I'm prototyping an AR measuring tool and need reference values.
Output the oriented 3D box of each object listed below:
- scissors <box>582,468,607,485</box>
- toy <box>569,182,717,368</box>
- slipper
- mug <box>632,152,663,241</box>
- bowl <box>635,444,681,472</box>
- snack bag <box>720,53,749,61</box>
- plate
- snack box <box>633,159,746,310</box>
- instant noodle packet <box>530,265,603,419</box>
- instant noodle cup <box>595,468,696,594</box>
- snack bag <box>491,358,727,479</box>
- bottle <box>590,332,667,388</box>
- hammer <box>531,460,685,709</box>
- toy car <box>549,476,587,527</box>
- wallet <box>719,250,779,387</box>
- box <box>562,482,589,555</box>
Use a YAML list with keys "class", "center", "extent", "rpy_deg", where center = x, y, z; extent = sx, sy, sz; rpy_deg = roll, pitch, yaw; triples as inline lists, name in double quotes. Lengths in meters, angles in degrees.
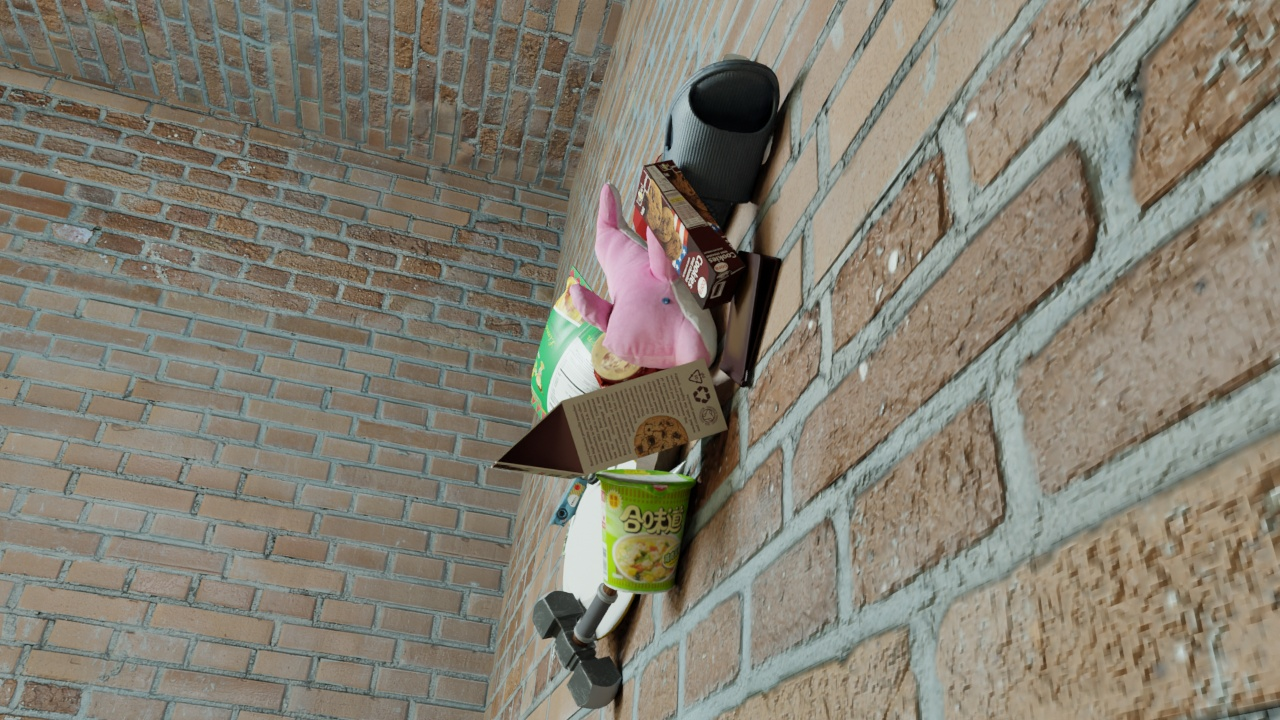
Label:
- class: "scissors"
  center: [-0.031, 0.093, 1.216]
  extent: [0.133, 0.012, 0.169]
  rpy_deg: [-39, 23, 52]
- class: "toy"
  center: [-0.011, -0.071, 0.991]
  extent: [0.265, 0.127, 0.187]
  rpy_deg: [-121, 17, -46]
- class: "slipper"
  center: [0.064, -0.180, 0.920]
  extent: [0.264, 0.101, 0.082]
  rpy_deg: [110, 168, -55]
- class: "mug"
  center: [0.037, -0.181, 1.107]
  extent: [0.097, 0.080, 0.116]
  rpy_deg: [126, 161, -67]
- class: "bowl"
  center: [0.024, 0.092, 1.018]
  extent: [0.118, 0.030, 0.118]
  rpy_deg: [-169, 91, -80]
- class: "snack bag"
  center: [0.080, -0.283, 1.116]
  extent: [0.226, 0.041, 0.077]
  rpy_deg: [142, 137, -73]
- class: "plate"
  center: [-0.052, 0.229, 1.138]
  extent: [0.231, 0.021, 0.229]
  rpy_deg: [-45, 36, 46]
- class: "snack box"
  center: [0.043, -0.119, 0.857]
  extent: [0.140, 0.031, 0.051]
  rpy_deg: [60, 153, 27]
- class: "instant noodle packet"
  center: [-0.091, 0.022, 1.320]
  extent: [0.195, 0.090, 0.253]
  rpy_deg: [53, 134, 41]
- class: "instant noodle cup"
  center: [0.002, 0.166, 0.899]
  extent: [0.099, 0.099, 0.108]
  rpy_deg: [-160, 74, -80]
- class: "snack bag"
  center: [-0.037, 0.066, 0.854]
  extent: [0.094, 0.206, 0.070]
  rpy_deg: [142, 111, -75]
- class: "bottle"
  center: [-0.007, 0.007, 1.119]
  extent: [0.111, 0.099, 0.098]
  rpy_deg: [57, -144, -61]
- class: "hammer"
  center: [-0.022, 0.231, 1.013]
  extent: [0.156, 0.043, 0.323]
  rpy_deg: [52, 126, 37]
- class: "toy car"
  center: [-0.087, 0.184, 1.268]
  extent: [0.107, 0.027, 0.060]
  rpy_deg: [-60, 2, -3]
- class: "wallet"
  center: [0.095, -0.039, 0.825]
  extent: [0.091, 0.018, 0.115]
  rpy_deg: [-127, 47, -78]
- class: "box"
  center: [-0.066, 0.225, 1.322]
  extent: [0.206, 0.050, 0.117]
  rpy_deg: [131, 153, -68]
